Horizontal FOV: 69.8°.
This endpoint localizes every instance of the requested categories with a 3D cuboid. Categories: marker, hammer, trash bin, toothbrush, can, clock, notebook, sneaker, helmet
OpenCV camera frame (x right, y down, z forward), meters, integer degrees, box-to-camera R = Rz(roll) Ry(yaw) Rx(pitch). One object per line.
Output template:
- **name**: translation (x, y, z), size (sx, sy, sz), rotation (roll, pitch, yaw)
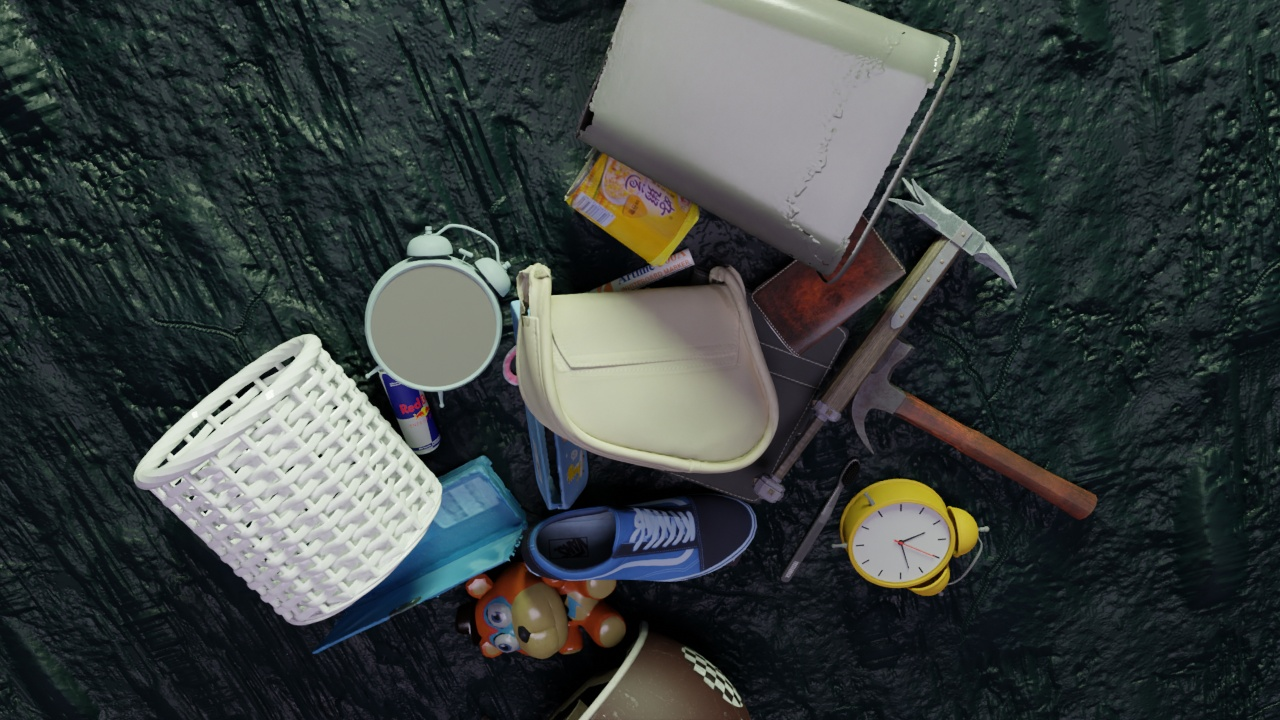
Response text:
- **marker**: translation (-0.020, -0.068, 0.851), size (0.145, 0.017, 0.017), rotation (-23, 113, 8)
- **hammer**: translation (0.208, 0.005, 0.853), size (0.147, 0.028, 0.317), rotation (33, 99, -12)
- **trash bin**: translation (0.084, -0.203, 0.708), size (0.220, 0.197, 0.198), rotation (23, 111, -5)
- **toothbrush**: translation (0.189, 0.172, 0.971), size (0.013, 0.013, 0.168), rotation (20, 115, -11)
- **hammer**: translation (0.340, 0.087, 0.929), size (0.300, 0.028, 0.111), rotation (28, 110, -14)
- **can**: translation (-0.007, -0.136, 0.793), size (0.105, 0.067, 0.068), rotation (34, 109, -15)
- **clock**: translation (0.282, 0.188, 0.960), size (0.152, 0.052, 0.114), rotation (23, 112, -8)
- **notebook**: translation (0.088, 0.030, 0.894), size (0.169, 0.029, 0.209), rotation (20, 113, -10)
- **clock**: translation (-0.181, -0.045, 0.829), size (0.122, 0.045, 0.159), rotation (24, 97, -16)
- **sneaker**: translation (0.007, 0.174, 0.893), size (0.241, 0.098, 0.083), rotation (-5, 75, -12)
- **helmet**: translation (-0.008, 0.405, 0.970), size (0.253, 0.234, 0.233), rotation (41, 81, 3)
- **can**: translation (-0.222, 0.044, 0.887), size (0.032, 0.032, 0.095), rotation (-13, 114, 4)

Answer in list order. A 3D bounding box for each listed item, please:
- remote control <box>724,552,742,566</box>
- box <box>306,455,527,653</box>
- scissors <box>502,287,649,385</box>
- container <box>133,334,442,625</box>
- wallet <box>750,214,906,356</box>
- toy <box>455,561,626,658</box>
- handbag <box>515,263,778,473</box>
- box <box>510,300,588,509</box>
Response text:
- **remote control**: translation (0.050, 0.191, 0.975), size (0.124, 0.009, 0.046), rotation (12, 113, -7)
- **box**: translation (-0.235, 0.200, 0.915), size (0.232, 0.110, 0.094), rotation (-26, 113, 10)
- **scissors**: translation (-0.038, 0.001, 0.883), size (0.179, 0.016, 0.108), rotation (-27, 111, 10)
- **container**: translation (-0.309, 0.106, 0.828), size (0.189, 0.189, 0.187), rotation (-31, 113, 11)
- **wallet**: translation (0.166, -0.067, 0.817), size (0.123, 0.019, 0.072), rotation (-38, 86, 15)
- **toy**: translation (-0.106, 0.260, 0.963), size (0.176, 0.096, 0.112), rotation (-7, 109, 13)
- **handbag**: translation (-0.005, 0.005, 0.811), size (0.228, 0.132, 0.184), rotation (-4, 98, -28)
- **box**: translation (-0.075, 0.041, 0.860), size (0.064, 0.069, 0.210), rotation (-12, 116, -11)
